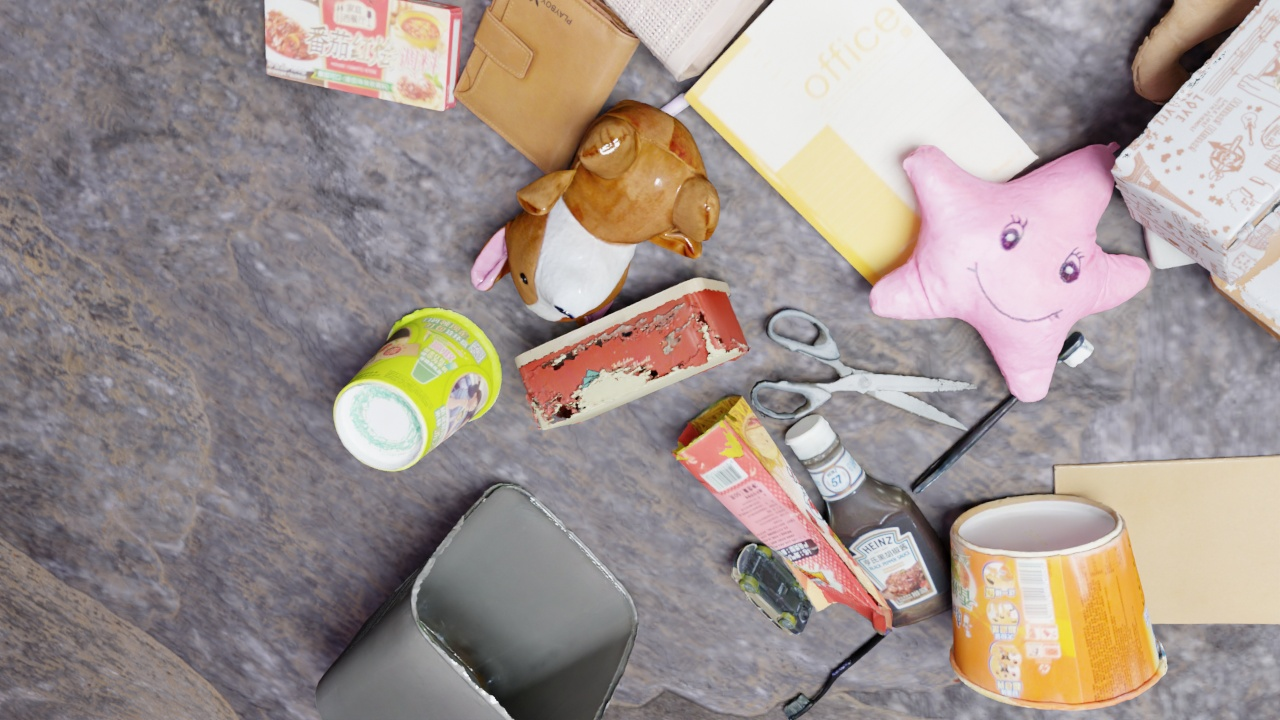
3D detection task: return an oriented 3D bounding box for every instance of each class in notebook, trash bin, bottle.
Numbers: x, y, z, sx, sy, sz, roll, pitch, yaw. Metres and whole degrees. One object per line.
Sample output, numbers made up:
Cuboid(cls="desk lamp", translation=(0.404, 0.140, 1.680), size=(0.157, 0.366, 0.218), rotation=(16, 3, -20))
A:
Cuboid(cls="notebook", translation=(0.439, 0.143, 0.718), size=(0.212, 0.012, 0.149), rotation=(-5, 111, 16))
Cuboid(cls="trash bin", translation=(-0.157, 0.264, 0.828), size=(0.198, 0.198, 0.220), rotation=(47, 122, -7))
Cuboid(cls="notebook", translation=(0.153, -0.165, 0.644), size=(0.206, 0.010, 0.146), rotation=(42, 115, -13))
Cuboid(cls="bottle", translation=(0.187, 0.130, 0.758), size=(0.080, 0.043, 0.195), rotation=(-31, 102, 26))

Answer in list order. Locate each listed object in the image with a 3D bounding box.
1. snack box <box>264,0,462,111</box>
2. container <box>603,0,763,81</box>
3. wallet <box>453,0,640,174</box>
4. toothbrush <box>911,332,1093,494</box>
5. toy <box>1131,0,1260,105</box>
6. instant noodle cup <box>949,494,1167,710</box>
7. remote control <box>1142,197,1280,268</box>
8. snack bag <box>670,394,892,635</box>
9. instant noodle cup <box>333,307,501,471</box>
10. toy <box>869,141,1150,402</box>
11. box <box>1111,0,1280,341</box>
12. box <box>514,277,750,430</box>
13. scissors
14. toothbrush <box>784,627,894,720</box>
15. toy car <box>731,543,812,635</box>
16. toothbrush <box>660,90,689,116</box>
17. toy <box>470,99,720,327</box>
Cuboid(cls="snack box", translation=(-0.213, -0.244, 0.704), size=(0.153, 0.025, 0.075), rotation=(14, 116, 8))
Cuboid(cls="container", translation=(0.021, -0.259, 0.606), size=(0.111, 0.090, 0.090), rotation=(43, 116, -3))
Cuboid(cls="wallet", translation=(-0.071, -0.212, 0.663), size=(0.108, 0.031, 0.132), rotation=(39, 131, 0))
Cuboid(cls="toothbrush", translation=(0.277, 0.046, 0.714), size=(0.018, 0.015, 0.181), rotation=(35, 116, -12))
Cuboid(cls="toy", translation=(0.353, -0.262, 0.530), size=(0.143, 0.082, 0.226), rotation=(2, 116, 19))
Cuboid(cls="instant noodle cup", translation=(0.303, 0.173, 0.689), size=(0.151, 0.151, 0.111), rotation=(-9, 99, 17))
Cuboid(cls="remote control", translation=(0.417, -0.103, 0.609), size=(0.150, 0.021, 0.058), rotation=(-10, 104, 17))
Cuboid(cls="snack bag", translation=(0.114, 0.128, 0.740), size=(0.073, 0.129, 0.208), rotation=(-40, 94, -15))
Cuboid(cls="instant noodle cup", translation=(-0.189, 0.028, 0.762), size=(0.112, 0.123, 0.112), rotation=(5, 114, 12))
Cuboid(cls="toy", translation=(0.255, -0.079, 0.630), size=(0.194, 0.074, 0.179), rotation=(31, 107, -9))
Cuboid(cls="box", translation=(0.406, -0.103, 0.509), size=(0.181, 0.157, 0.205), rotation=(-48, 64, 17))
Cuboid(cls="box", translation=(-0.004, 0.004, 0.714), size=(0.169, 0.091, 0.077), rotation=(-23, 82, 22))
Cuboid(cls="scissors", translation=(0.169, 0.013, 0.718), size=(0.163, 0.014, 0.165), rotation=(-29, 92, 6))
Cuboid(cls="toothbrush", translation=(0.191, 0.273, 0.836), size=(0.017, 0.014, 0.189), rotation=(41, 117, 8))
Cuboid(cls="toy car", translation=(0.113, 0.201, 0.807), size=(0.090, 0.042, 0.035), rotation=(47, 137, -15))
Cuboid(cls="toothbrush", translation=(-0.010, -0.163, 0.692), size=(0.190, 0.020, 0.029), rotation=(-29, 146, 24))
Cuboid(cls="toy", translation=(-0.033, -0.090, 0.674), size=(0.140, 0.130, 0.200), rotation=(31, 136, -24))
